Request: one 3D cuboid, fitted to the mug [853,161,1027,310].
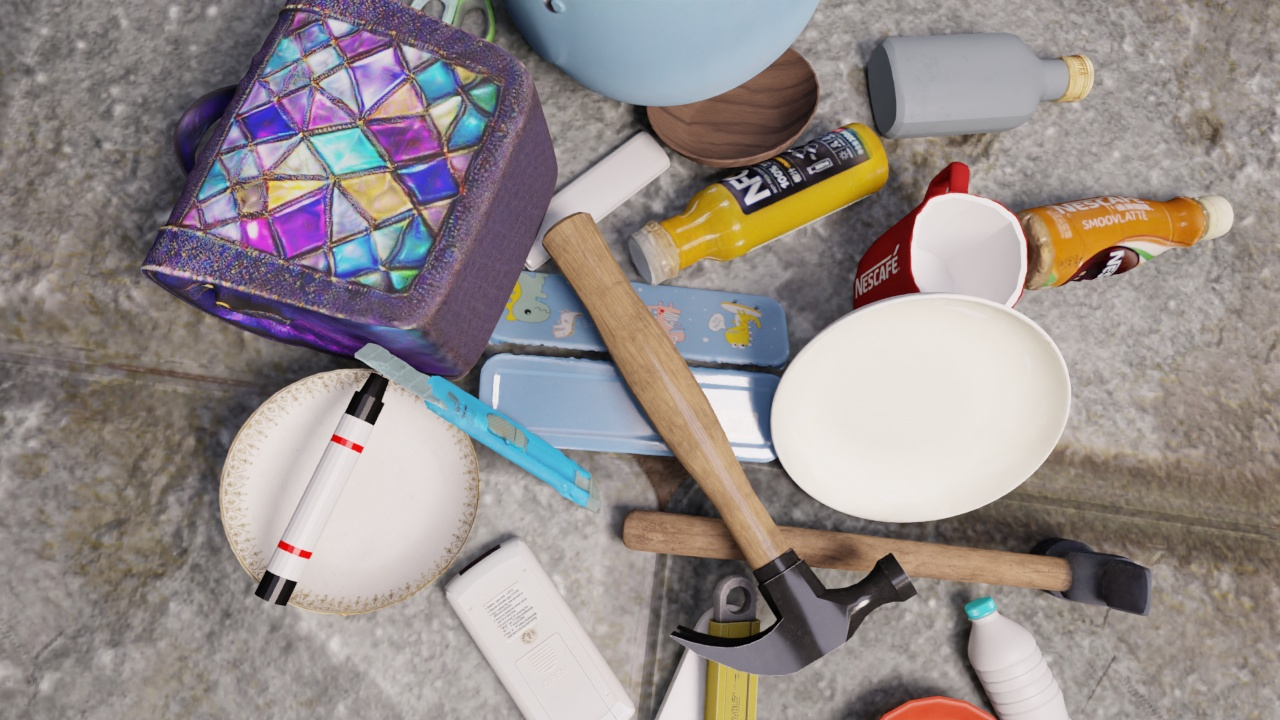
[{"bbox_3d":[0.202,-0.072,0.624,0.080,0.097,0.116,11,78,-6],"label":"mug"}]

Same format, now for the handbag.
[{"bbox_3d":[-0.180,-0.110,0.561,0.222,0.125,0.204,20,77,8],"label":"handbag"}]

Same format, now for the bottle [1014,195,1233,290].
[{"bbox_3d":[0.349,-0.093,0.668,0.167,0.059,0.059,-11,81,-10],"label":"bottle"}]

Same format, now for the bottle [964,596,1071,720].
[{"bbox_3d":[0.253,0.221,0.601,0.044,0.044,0.136,-24,83,-12],"label":"bottle"}]

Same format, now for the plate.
[{"bbox_3d":[0.174,0.028,0.587,0.182,0.183,0.034,13,36,-5],"label":"plate"}]

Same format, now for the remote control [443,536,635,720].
[{"bbox_3d":[-0.063,0.181,0.575,0.060,0.025,0.138,-34,83,-13],"label":"remote control"}]

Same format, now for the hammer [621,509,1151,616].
[{"bbox_3d":[0.148,0.124,0.584,0.322,0.129,0.040,5,84,3],"label":"hammer"}]

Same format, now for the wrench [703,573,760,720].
[{"bbox_3d":[0.048,0.270,0.564,0.083,0.018,0.273,5,84,-19],"label":"wrench"}]

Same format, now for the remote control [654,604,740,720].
[{"bbox_3d":[0.037,0.222,0.587,0.043,0.013,0.136,26,77,-2],"label":"remote control"}]

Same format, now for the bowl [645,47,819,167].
[{"bbox_3d":[0.065,-0.175,0.647,0.119,0.032,0.119,-4,60,7],"label":"bowl"}]

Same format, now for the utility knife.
[{"bbox_3d":[-0.090,0.042,0.553,0.198,0.015,0.031,36,36,-35],"label":"utility knife"}]

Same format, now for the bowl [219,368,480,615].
[{"bbox_3d":[-0.172,0.079,0.560,0.145,0.063,0.145,1,80,-8],"label":"bowl"}]

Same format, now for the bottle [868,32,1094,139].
[{"bbox_3d":[0.256,-0.206,0.684,0.161,0.046,0.072,-6,80,-9],"label":"bottle"}]

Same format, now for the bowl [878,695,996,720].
[{"bbox_3d":[0.185,0.276,0.586,0.122,0.035,0.122,1,79,-8],"label":"bowl"}]

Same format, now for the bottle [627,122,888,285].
[{"bbox_3d":[0.081,-0.107,0.636,0.186,0.053,0.053,-26,83,-12],"label":"bottle"}]

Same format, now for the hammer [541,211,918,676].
[{"bbox_3d":[0.025,0.043,0.561,0.132,0.040,0.305,-33,78,5],"label":"hammer"}]

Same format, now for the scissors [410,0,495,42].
[{"bbox_3d":[-0.122,-0.295,0.668,0.065,0.033,0.174,12,81,-1],"label":"scissors"}]

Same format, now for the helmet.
[{"bbox_3d":[0.004,-0.270,0.594,0.225,0.167,0.265,-26,57,-7],"label":"helmet"}]

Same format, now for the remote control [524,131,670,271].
[{"bbox_3d":[-0.037,-0.113,0.642,0.130,0.012,0.033,-39,86,-13],"label":"remote control"}]

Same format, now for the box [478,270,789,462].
[{"bbox_3d":[-0.003,0.002,0.612,0.209,0.039,0.126,5,77,-7],"label":"box"}]

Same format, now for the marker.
[{"bbox_3d":[-0.175,0.066,0.518,0.019,0.019,0.145,24,78,-3],"label":"marker"}]
